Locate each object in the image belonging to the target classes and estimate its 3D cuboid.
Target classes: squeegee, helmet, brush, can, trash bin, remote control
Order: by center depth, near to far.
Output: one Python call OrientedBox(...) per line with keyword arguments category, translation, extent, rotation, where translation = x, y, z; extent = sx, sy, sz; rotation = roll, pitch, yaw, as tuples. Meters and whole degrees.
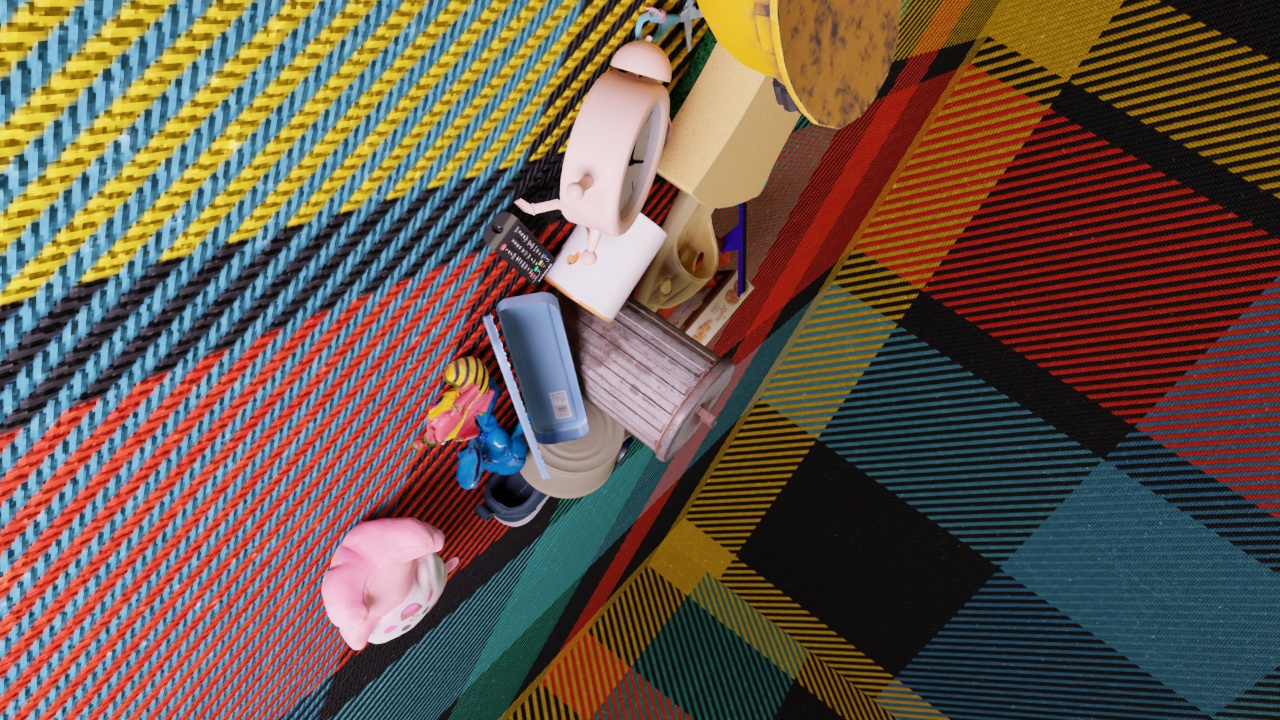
OrientedBox(category="helmet", translation=(0.110, -0.317, 0.725), extent=(0.204, 0.131, 0.255), rotation=(-55, 144, -21))
OrientedBox(category="remote control", translation=(-0.105, -0.097, 0.818), extent=(0.033, 0.015, 0.147), rotation=(-54, 167, -2))
OrientedBox(category="brush", translation=(0.115, -0.284, 0.948), extent=(0.251, 0.075, 0.194), rotation=(-60, 161, 23))
OrientedBox(category="trash bin", translation=(-0.006, 0.006, 0.991), extent=(0.130, 0.211, 0.131), rotation=(-50, 166, -17))
OrientedBox(category="can", translation=(-0.086, 0.094, 1.107), extent=(0.127, 0.128, 0.073), rotation=(-46, 169, -30))
OrientedBox(category="squeegee", translation=(0.081, -0.123, 1.287), extent=(0.185, 0.055, 0.249), rotation=(-49, -157, 38))

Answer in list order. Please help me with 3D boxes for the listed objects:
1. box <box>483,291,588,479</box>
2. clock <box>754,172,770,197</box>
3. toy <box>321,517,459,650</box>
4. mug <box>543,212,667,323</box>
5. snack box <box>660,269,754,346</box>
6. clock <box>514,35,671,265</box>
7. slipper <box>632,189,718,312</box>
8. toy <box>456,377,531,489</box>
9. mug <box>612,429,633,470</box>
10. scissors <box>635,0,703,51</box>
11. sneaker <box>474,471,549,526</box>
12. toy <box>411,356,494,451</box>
OrientedBox(category="box", translation=(-0.099, 0.034, 0.905), extent=(0.211, 0.072, 0.078), rotation=(80, 1, -46))
OrientedBox(category="clock", translation=(0.142, -0.260, 1.180), extent=(0.094, 0.042, 0.119), rotation=(-40, 147, -57))
OrientedBox(category="toy", translation=(-0.260, 0.230, 0.956), extent=(0.141, 0.084, 0.213), rotation=(-48, 164, -18))
OrientedBox(category="mug", translation=(-0.035, -0.102, 0.905), extent=(0.105, 0.082, 0.082), rotation=(-55, 167, 3))
OrientedBox(category="snack box", translation=(0.079, -0.066, 1.338), extent=(0.143, 0.041, 0.147), rotation=(-51, -162, -11))
OrientedBox(category="clock", translation=(-0.029, -0.179, 0.776), extent=(0.160, 0.086, 0.131), rotation=(-60, 169, -15))
OrientedBox(category="slipper", translation=(0.067, -0.141, 1.179), extent=(0.111, 0.079, 0.262), rotation=(-45, 164, -47))
OrientedBox(category="toy", translation=(-0.162, 0.097, 1.005), extent=(0.112, 0.071, 0.176), rotation=(-62, 169, -17))
OrientedBox(category="mug", translation=(-0.067, 0.108, 1.287), extent=(0.079, 0.097, 0.111), rotation=(-56, 167, 8))
OrientedBox(category="scissors", translation=(0.040, -0.316, 0.790), extent=(0.138, 0.015, 0.120), rotation=(-41, 160, -56))
OrientedBox(category="sneaker", translation=(-0.117, 0.118, 1.182), extent=(0.235, 0.089, 0.087), rotation=(-48, 161, -9))
OrientedBox(category="toy", translation=(-0.175, 0.044, 0.877), extent=(0.084, 0.046, 0.104), rotation=(-8, 129, -54))
